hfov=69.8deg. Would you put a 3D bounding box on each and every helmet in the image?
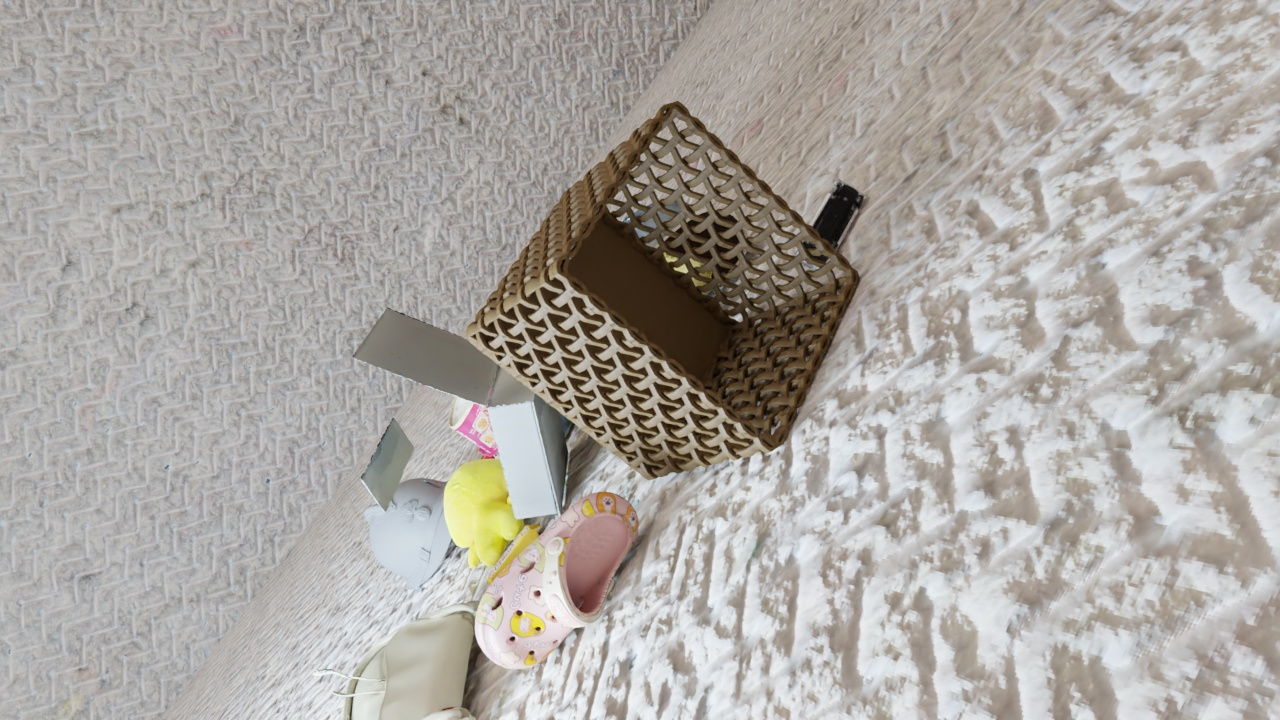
[{"bbox_3d":[-0.367,0.250,1.424,0.272,0.117,0.183,-36,35,57],"label":"helmet"}]

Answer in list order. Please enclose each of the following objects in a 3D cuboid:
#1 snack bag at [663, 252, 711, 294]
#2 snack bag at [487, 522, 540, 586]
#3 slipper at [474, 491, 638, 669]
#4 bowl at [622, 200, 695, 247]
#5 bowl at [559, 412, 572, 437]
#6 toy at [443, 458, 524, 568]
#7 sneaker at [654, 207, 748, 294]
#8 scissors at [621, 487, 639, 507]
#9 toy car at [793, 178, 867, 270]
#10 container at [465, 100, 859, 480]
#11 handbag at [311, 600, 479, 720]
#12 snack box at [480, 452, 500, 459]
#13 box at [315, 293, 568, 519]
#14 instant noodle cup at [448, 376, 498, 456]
[{"bbox_3d":[-0.039,-0.061,1.126,0.068,0.247,0.159,72,-150,-61],"label":"snack bag"},{"bbox_3d":[-0.156,0.239,1.128,0.099,0.020,0.026,-52,15,-6],"label":"snack bag"},{"bbox_3d":[-0.072,0.212,0.856,0.197,0.093,0.081,-51,27,-3],"label":"slipper"},{"bbox_3d":[0.032,-0.190,1.462,0.137,0.136,0.057,-38,60,37],"label":"bowl"},{"bbox_3d":[-0.143,0.070,1.329,0.111,0.055,0.110,-27,52,42],"label":"bowl"},{"bbox_3d":[-0.206,0.201,1.232,0.134,0.092,0.207,-49,35,0],"label":"toy"},{"bbox_3d":[0.027,-0.083,1.233,0.294,0.111,0.116,-50,-5,8],"label":"sneaker"},{"bbox_3d":[-0.048,0.195,0.953,0.135,0.015,0.129,-49,16,26],"label":"scissors"},{"bbox_3d":[0.202,-0.142,0.986,0.112,0.039,0.039,-58,-4,-25],"label":"toy car"},{"bbox_3d":[0.018,-0.052,0.885,0.215,0.251,0.219,-24,31,57],"label":"container"},{"bbox_3d":[-0.253,0.348,0.980,0.184,0.132,0.228,-41,20,11],"label":"handbag"},{"bbox_3d":[-0.224,0.177,1.414,0.132,0.036,0.152,-52,16,-3],"label":"snack box"},{"bbox_3d":[-0.216,0.049,1.131,0.165,0.330,0.167,-58,13,19],"label":"box"},{"bbox_3d":[-0.238,0.054,1.436,0.179,0.077,0.178,-50,26,35],"label":"instant noodle cup"}]
